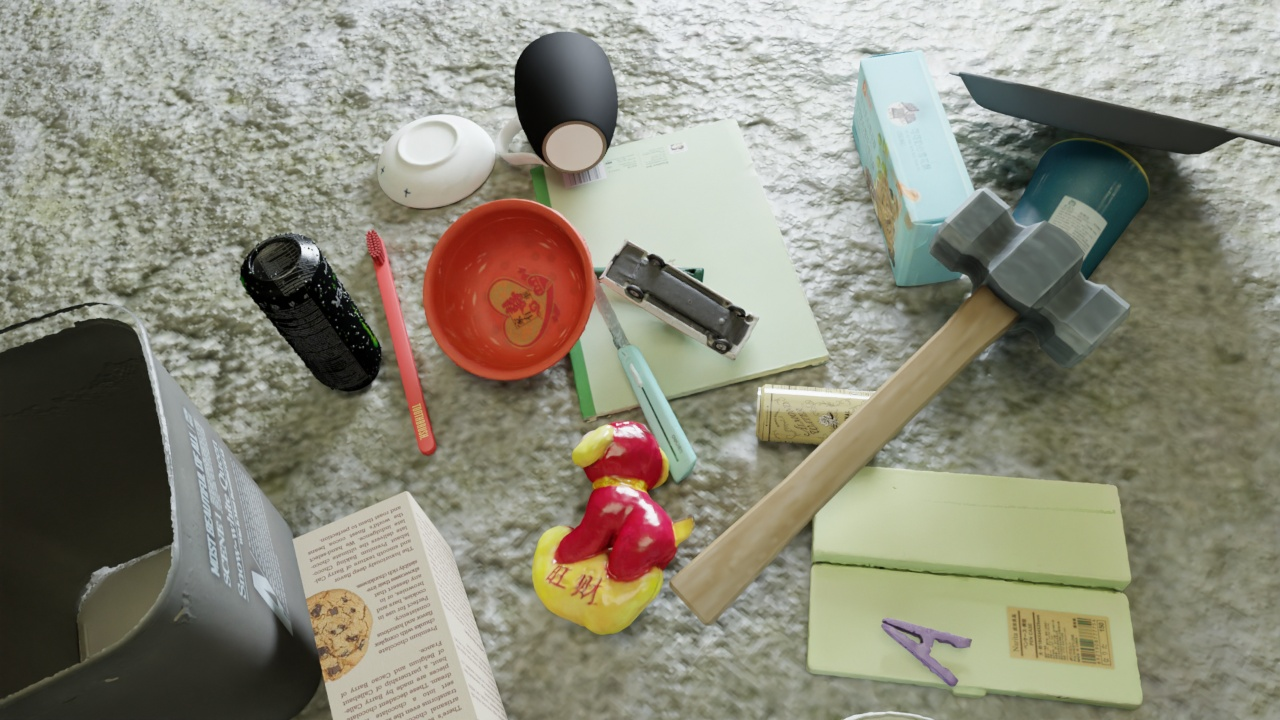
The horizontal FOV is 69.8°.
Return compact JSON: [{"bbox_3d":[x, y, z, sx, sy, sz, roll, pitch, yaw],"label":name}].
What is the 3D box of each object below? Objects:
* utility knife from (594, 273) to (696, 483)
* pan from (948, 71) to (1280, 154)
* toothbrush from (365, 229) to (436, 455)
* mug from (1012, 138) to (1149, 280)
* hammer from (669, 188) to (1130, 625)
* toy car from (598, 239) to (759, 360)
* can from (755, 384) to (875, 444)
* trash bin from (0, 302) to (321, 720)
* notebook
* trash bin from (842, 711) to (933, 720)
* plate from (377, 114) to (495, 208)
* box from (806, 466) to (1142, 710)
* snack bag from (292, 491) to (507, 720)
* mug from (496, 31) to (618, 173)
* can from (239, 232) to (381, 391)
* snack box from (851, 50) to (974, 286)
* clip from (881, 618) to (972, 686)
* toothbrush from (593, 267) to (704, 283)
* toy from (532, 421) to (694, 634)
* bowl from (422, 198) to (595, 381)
[{"bbox_3d":[-0.004,0.004,0.645,0.022,0.015,0.177,-37,65,24],"label":"utility knife"},{"bbox_3d":[0.367,-0.155,0.629,0.216,0.024,0.355,-6,26,-40],"label":"pan"},{"bbox_3d":[-0.184,-0.021,0.696,0.012,0.018,0.212,-20,58,-5],"label":"toothbrush"},{"bbox_3d":[0.293,-0.086,0.647,0.078,0.078,0.121,30,71,22],"label":"mug"},{"bbox_3d":[0.146,0.037,0.563,0.322,0.051,0.117,-43,75,-6],"label":"hammer"},{"bbox_3d":[0.027,-0.041,0.659,0.113,0.039,0.039,31,74,2],"label":"toy car"},{"bbox_3d":[0.118,0.037,0.611,0.079,0.038,0.038,3,59,9],"label":"can"},{"bbox_3d":[-0.298,0.125,0.501,0.197,0.220,0.197,-23,59,-7],"label":"trash bin"},{"bbox_3d":[0.020,-0.082,0.713,0.182,0.010,0.252,-14,58,-2],"label":"notebook"},{"bbox_3d":[0.110,0.231,0.421,0.133,0.161,0.133,-3,58,5],"label":"trash bin"},{"bbox_3d":[-0.178,-0.178,0.786,0.104,0.026,0.104,-3,59,5],"label":"plate"},{"bbox_3d":[0.196,0.132,0.555,0.187,0.024,0.137,5,62,10],"label":"box"},{"bbox_3d":[-0.122,0.191,0.513,0.070,0.094,0.206,-23,59,-7],"label":"snack bag"},{"bbox_3d":[-0.072,-0.196,0.755,0.119,0.085,0.100,-31,47,24],"label":"mug"},{"bbox_3d":[-0.223,-0.030,0.635,0.054,0.138,0.053,-3,59,5],"label":"can"},{"bbox_3d":[0.203,-0.147,0.692,0.053,0.075,0.174,-8,58,1],"label":"snack box"},{"bbox_3d":[0.164,0.167,0.523,0.050,0.014,0.046,-2,69,4],"label":"clip"},{"bbox_3d":[-0.047,-0.068,0.697,0.190,0.017,0.016,2,60,11],"label":"toothbrush"},{"bbox_3d":[-0.015,0.101,0.574,0.106,0.067,0.137,-3,59,24],"label":"toy"},{"bbox_3d":[-0.090,-0.049,0.669,0.131,0.045,0.130,-1,85,13],"label":"bowl"}]
